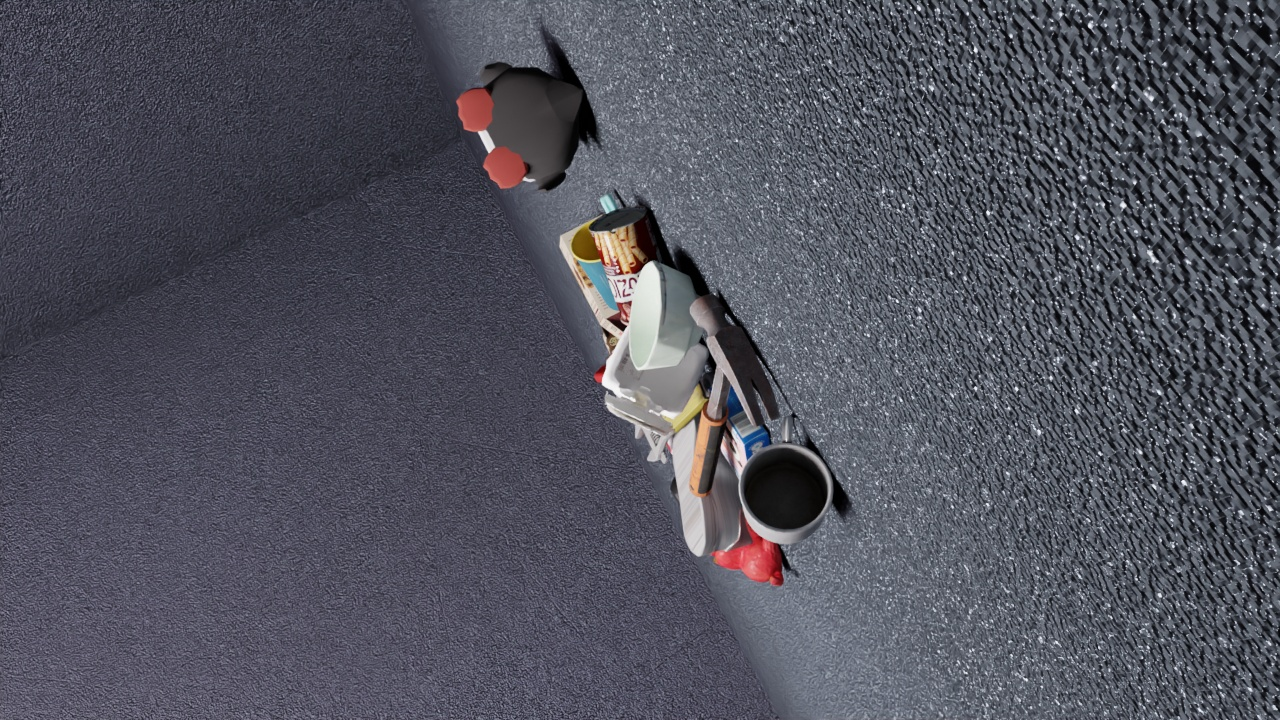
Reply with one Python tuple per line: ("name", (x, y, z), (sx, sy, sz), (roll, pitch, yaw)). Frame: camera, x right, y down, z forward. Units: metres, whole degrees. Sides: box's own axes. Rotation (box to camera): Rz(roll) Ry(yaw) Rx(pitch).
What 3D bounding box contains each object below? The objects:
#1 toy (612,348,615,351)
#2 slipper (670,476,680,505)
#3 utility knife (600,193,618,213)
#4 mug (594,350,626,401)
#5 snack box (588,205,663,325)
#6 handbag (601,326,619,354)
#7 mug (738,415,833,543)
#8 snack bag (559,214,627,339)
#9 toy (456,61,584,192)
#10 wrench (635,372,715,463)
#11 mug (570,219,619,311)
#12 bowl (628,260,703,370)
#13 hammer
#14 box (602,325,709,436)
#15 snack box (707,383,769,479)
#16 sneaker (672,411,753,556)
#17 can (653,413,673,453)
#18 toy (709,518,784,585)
("toy", (-0.007, 0.007, 1.395), (0.079, 0.038, 0.123), (21, 177, -20))
("slipper", (0.106, 0.189, 1.375), (0.113, 0.076, 0.267), (56, -172, 9))
("utility knife", (-0.017, -0.149, 1.131), (0.141, 0.015, 0.022), (63, 149, 20))
("mug", (-0.007, 0.007, 1.218), (0.096, 0.116, 0.080), (-56, -54, -68))
("snack box", (-0.008, -0.108, 1.051), (0.072, 0.072, 0.121), (-129, 17, -62))
("handbag", (-0.020, 0.010, 1.533), (0.167, 0.063, 0.138), (69, -165, -45))
("mug", (0.137, 0.113, 0.863), (0.070, 0.084, 0.113), (72, -157, -67))
("snack bag", (-0.042, -0.103, 1.376), (0.206, 0.070, 0.094), (62, 174, 0))
("toy", (-0.120, -0.288, 1.123), (0.159, 0.140, 0.184), (63, -171, -7))
("wrench", (0.046, 0.073, 1.227), (0.083, 0.018, 0.274), (70, 155, 18))
("mug", (-0.040, -0.127, 1.263), (0.078, 0.078, 0.121), (58, 176, 39))
("bowl", (0.032, -0.045, 0.983), (0.117, 0.061, 0.117), (-175, 91, -75))
("hammer", (0.085, 0.076, 0.993), (0.315, 0.035, 0.137), (94, 152, -56))
("box", (0.008, 0.027, 1.061), (0.107, 0.151, 0.132), (26, 171, 0))
("snack box", (0.120, 0.097, 1.075), (0.088, 0.033, 0.154), (59, 173, 36))
("sneaker", (0.104, 0.148, 1.222), (0.099, 0.089, 0.235), (119, 152, -53))
("can", (0.053, 0.070, 1.329), (0.132, 0.070, 0.070), (65, 173, -20))
("toy", (0.157, 0.292, 1.316), (0.133, 0.094, 0.088), (51, 167, 54))
